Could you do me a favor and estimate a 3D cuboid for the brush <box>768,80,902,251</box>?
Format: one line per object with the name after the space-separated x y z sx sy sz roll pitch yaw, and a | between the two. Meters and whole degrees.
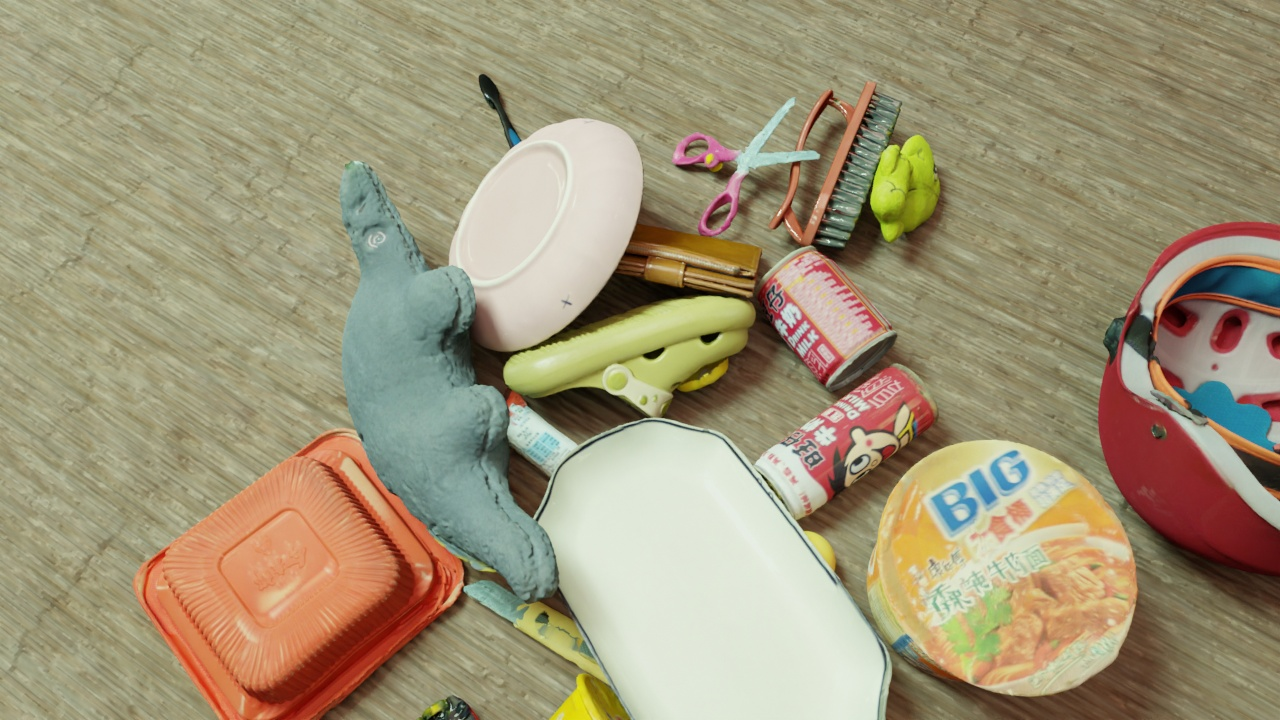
0.154 -0.153 0.741 0.069 0.063 0.145 22 71 8 | brush

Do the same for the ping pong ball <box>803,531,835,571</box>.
0.113 0.138 0.630 0.040 0.040 0.040 -1 67 1 | ping pong ball

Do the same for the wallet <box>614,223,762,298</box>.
0.025 -0.079 0.694 0.131 0.118 0.035 12 112 7 | wallet

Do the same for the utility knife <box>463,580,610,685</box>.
-0.038 0.199 0.624 0.190 0.020 0.030 24 42 15 | utility knife

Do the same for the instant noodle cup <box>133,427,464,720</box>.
-0.231 0.145 0.619 0.188 0.079 0.164 -40 76 -19 | instant noodle cup

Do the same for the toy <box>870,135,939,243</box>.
0.209 -0.135 0.724 0.031 0.100 0.096 6 83 37 | toy

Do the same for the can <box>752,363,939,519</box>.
0.145 0.059 0.656 0.132 0.053 0.053 -33 70 -12 | can

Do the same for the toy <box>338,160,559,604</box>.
-0.149 0.020 0.636 0.091 0.138 0.356 -9 61 -35 | toy

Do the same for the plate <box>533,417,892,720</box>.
0.040 0.156 0.588 0.161 0.034 0.265 -26 62 -21 | plate

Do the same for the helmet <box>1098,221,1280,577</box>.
0.405 0.037 0.613 0.207 0.144 0.239 13 54 6 | helmet

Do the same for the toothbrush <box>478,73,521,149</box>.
-0.100 -0.172 0.785 0.014 0.016 0.189 -21 71 -17 | toothbrush

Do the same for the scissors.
0.081 -0.155 0.745 0.133 0.017 0.130 5 78 33 | scissors

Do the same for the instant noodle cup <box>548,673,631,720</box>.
-0.030 0.273 0.534 0.109 0.138 0.138 -41 72 -6 | instant noodle cup

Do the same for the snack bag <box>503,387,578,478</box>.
-0.071 0.063 0.675 0.104 0.026 0.048 32 78 13 | snack bag

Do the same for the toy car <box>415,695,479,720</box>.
-0.149 0.264 0.590 0.106 0.031 0.049 -35 70 -13 | toy car

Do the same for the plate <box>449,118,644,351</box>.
-0.082 -0.101 0.678 0.193 0.039 0.192 -23 53 34 | plate

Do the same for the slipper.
-0.004 0.004 0.678 0.190 0.091 0.081 -16 103 -12 | slipper

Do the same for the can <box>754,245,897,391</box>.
0.137 -0.032 0.687 0.066 0.067 0.094 -33 70 -12 | can

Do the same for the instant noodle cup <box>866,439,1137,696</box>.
0.216 0.139 0.588 0.151 0.111 0.151 -1 67 1 | instant noodle cup
